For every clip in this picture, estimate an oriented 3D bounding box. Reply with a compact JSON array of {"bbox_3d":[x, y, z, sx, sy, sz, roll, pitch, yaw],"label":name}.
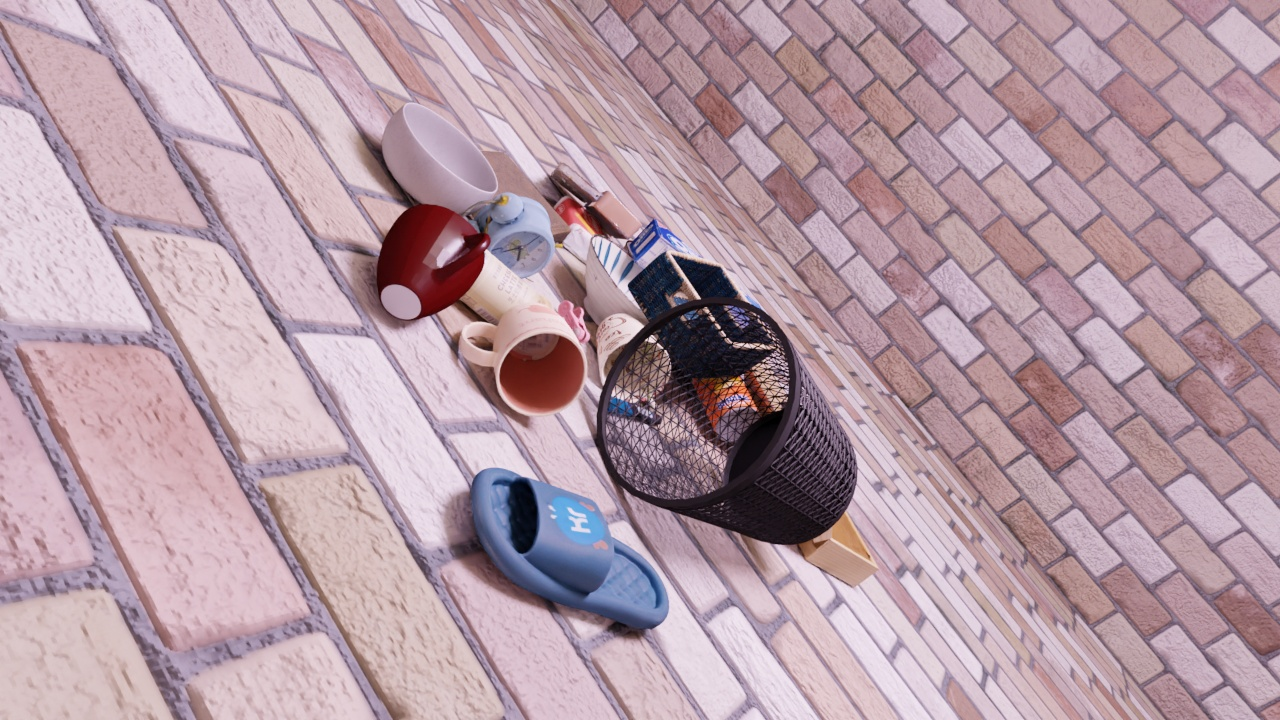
[{"bbox_3d":[-0.079,-0.046,1.081,0.035,0.022,0.057,33,25,-50],"label":"clip"}]

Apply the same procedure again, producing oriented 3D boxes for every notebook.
[{"bbox_3d":[-0.160,-0.188,1.165,0.190,0.034,0.215,50,18,1],"label":"notebook"}]

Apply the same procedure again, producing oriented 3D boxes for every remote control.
[{"bbox_3d":[0.074,0.031,1.296,0.124,0.010,0.039,44,18,-14],"label":"remote control"}]

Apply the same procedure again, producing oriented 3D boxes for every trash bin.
[{"bbox_3d":[0.111,0.086,0.973,0.243,0.217,0.216,38,19,-49],"label":"trash bin"}]

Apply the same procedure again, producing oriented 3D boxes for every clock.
[{"bbox_3d":[-0.147,-0.138,1.003,0.124,0.089,0.051,32,31,-48],"label":"clock"}]

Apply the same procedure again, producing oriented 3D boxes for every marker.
[{"bbox_3d":[-0.008,0.058,1.042,0.123,0.015,0.018,24,33,-58],"label":"marker"}]

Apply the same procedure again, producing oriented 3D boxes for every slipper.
[{"bbox_3d":[-0.047,0.140,0.705,0.213,0.059,0.103,37,19,-36],"label":"slipper"}]

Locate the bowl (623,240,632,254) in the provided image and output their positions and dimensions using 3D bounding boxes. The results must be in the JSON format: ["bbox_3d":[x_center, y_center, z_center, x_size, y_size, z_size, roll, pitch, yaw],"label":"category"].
[{"bbox_3d":[0.015,-0.107,1.371,0.150,0.057,0.150,43,19,-19],"label":"bowl"}]

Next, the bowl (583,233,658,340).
[{"bbox_3d":[-0.024,-0.075,1.190,0.177,0.071,0.177,43,18,-18],"label":"bowl"}]

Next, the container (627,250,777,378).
[{"bbox_3d":[0.080,-0.053,1.146,0.145,0.071,0.187,57,22,15],"label":"container"}]

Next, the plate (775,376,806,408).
[{"bbox_3d":[0.241,0.091,1.328,0.173,0.019,0.172,60,5,-10],"label":"plate"}]

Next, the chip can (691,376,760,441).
[{"bbox_3d":[0.098,0.016,1.260,0.062,0.062,0.210,34,23,-39],"label":"chip can"}]

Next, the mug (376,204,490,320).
[{"bbox_3d":[-0.178,-0.079,0.785,0.087,0.114,0.088,57,30,-29],"label":"mug"}]

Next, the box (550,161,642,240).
[{"bbox_3d":[-0.072,-0.247,1.400,0.148,0.043,0.216,49,0,-12],"label":"box"}]

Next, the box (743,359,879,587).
[{"bbox_3d":[0.213,0.148,1.243,0.247,0.096,0.261,-114,179,-48],"label":"box"}]

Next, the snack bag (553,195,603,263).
[{"bbox_3d":[-0.085,-0.186,1.335,0.077,0.036,0.115,37,21,-32],"label":"snack bag"}]

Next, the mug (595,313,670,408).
[{"bbox_3d":[-0.006,0.006,1.081,0.122,0.081,0.097,61,2,-30],"label":"mug"}]

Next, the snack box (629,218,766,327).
[{"bbox_3d":[0.084,-0.105,1.285,0.226,0.060,0.059,35,24,-30],"label":"snack box"}]

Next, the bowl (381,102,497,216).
[{"bbox_3d":[-0.226,-0.209,1.000,0.132,0.064,0.131,41,20,-19],"label":"bowl"}]

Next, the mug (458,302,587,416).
[{"bbox_3d":[-0.112,-0.010,0.849,0.111,0.085,0.104,10,21,-17],"label":"mug"}]

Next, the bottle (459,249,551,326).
[{"bbox_3d":[-0.163,-0.083,0.899,0.162,0.057,0.056,41,19,-23],"label":"bottle"}]
